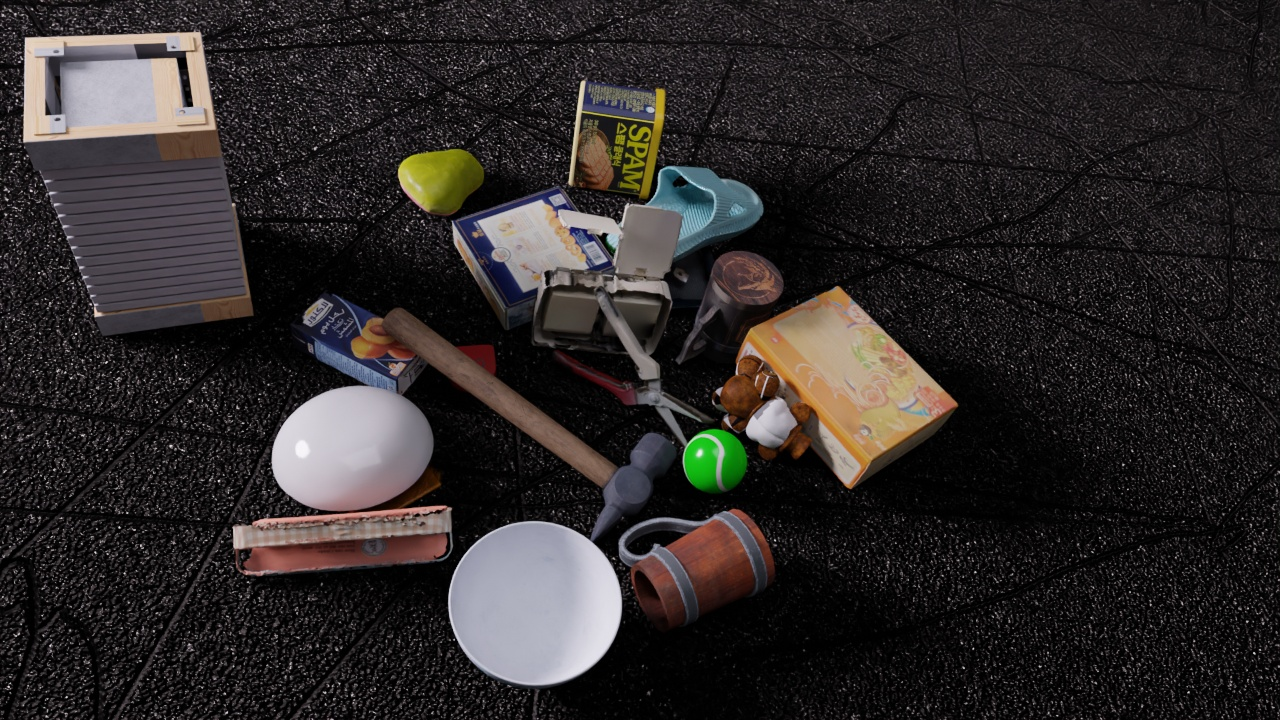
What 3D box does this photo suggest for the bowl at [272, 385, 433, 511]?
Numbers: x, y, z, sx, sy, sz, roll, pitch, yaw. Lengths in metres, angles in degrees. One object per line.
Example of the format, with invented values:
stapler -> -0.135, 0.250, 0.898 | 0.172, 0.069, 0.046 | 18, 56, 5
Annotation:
bowl -> -0.274, 0.071, 0.868 | 0.149, 0.043, 0.149 | 3, 43, -3

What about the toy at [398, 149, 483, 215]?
toy -> -0.237, -0.222, 1.121 | 0.090, 0.051, 0.109 | 44, 53, 18

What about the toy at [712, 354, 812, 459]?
toy -> 0.131, 0.057, 0.975 | 0.112, 0.087, 0.067 | 39, 25, 7

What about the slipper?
slipper -> 0.063, -0.187, 1.128 | 0.116, 0.070, 0.275 | 32, 41, 24

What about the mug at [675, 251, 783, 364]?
mug -> 0.093, -0.051, 1.030 | 0.115, 0.107, 0.080 | -28, 64, -31

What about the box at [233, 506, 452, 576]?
box -> -0.259, 0.159, 0.807 | 0.187, 0.067, 0.057 | -3, 15, -14

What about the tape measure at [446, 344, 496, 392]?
tape measure -> -0.183, 0.010, 0.972 | 0.059, 0.019, 0.051 | -5, 56, -9

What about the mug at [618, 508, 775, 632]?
mug -> 0.046, 0.186, 0.859 | 0.111, 0.082, 0.117 | -21, 42, -23

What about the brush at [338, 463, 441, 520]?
brush -> -0.252, 0.130, 0.861 | 0.126, 0.017, 0.048 | -30, 64, -31

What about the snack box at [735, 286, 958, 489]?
snack box -> 0.223, 0.029, 1.017 | 0.144, 0.081, 0.195 | -26, 62, -29

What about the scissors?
scissors -> -0.014, 0.008, 0.964 | 0.199, 0.179, 0.015 | 8, 28, 27

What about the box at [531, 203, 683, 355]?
box -> -0.036, -0.091, 0.985 | 0.143, 0.181, 0.080 | 5, 47, -16

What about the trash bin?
trash bin -> -0.476, -0.166, 0.890 | 0.142, 0.248, 0.142 | -10, 55, -21

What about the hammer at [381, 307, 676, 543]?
hammer -> -0.126, 0.049, 0.918 | 0.322, 0.040, 0.129 | 36, 56, 4

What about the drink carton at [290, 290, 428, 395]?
drink carton -> -0.291, -0.017, 0.952 | 0.130, 0.040, 0.064 | 26, 50, 7

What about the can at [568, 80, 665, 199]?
can -> -0.032, -0.280, 1.165 | 0.104, 0.135, 0.075 | 7, 51, -5

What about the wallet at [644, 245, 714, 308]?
wallet -> 0.047, -0.108, 1.116 | 0.089, 0.026, 0.114 | -2, 50, -15

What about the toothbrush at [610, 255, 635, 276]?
toothbrush -> -0.081, -0.147, 1.124 | 0.181, 0.016, 0.016 | 32, 50, 13

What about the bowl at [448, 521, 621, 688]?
bowl -> -0.093, 0.220, 0.791 | 0.144, 0.074, 0.143 | 7, 51, -9

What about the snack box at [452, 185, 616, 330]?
snack box -> -0.124, -0.123, 1.066 | 0.144, 0.043, 0.144 | -23, 62, -21

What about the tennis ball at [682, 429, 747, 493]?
tennis ball -> 0.075, 0.103, 0.932 | 0.065, 0.066, 0.065 | 7, 51, -9
